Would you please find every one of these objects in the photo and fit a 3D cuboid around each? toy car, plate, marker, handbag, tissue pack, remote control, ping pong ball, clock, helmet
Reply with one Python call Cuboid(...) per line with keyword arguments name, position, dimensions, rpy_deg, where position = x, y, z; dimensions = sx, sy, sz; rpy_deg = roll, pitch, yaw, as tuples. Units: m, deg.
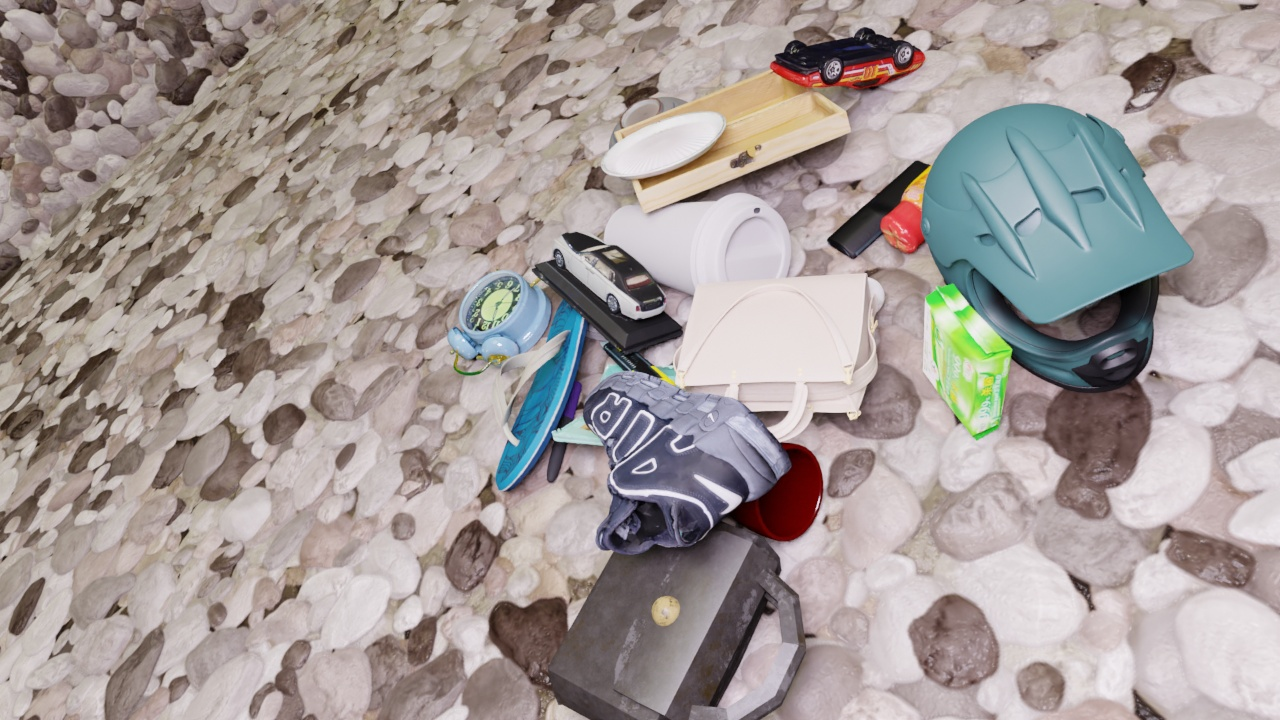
Cuboid(name="toy car", position=(0.253, -0.364, 1.118), dimensions=(0.189, 0.056, 0.081), rpy_deg=(-16, 36, -24))
Cuboid(name="plate", position=(0.028, -0.253, 1.085), dimensions=(0.157, 0.014, 0.156), rpy_deg=(-18, 31, 11))
Cuboid(name="marker", position=(-0.089, 0.080, 1.046), dimensions=(0.018, 0.015, 0.133), rpy_deg=(4, 55, 12))
Cuboid(name="handbag", position=(0.043, 0.229, 0.768), dimensions=(0.200, 0.102, 0.197), rpy_deg=(12, 62, 40))
Cuboid(name="tissue pack", position=(0.281, -0.001, 0.801), dimensions=(0.034, 0.114, 0.099), rpy_deg=(-19, 44, -3))
Cuboid(name="remote control", position=(0.270, -0.170, 1.014), dimensions=(0.140, 0.021, 0.045), rpy_deg=(-41, 44, -4))
Cuboid(name="ping pong ball", position=(0.229, -0.065, 0.938), dimensions=(0.040, 0.040, 0.040), rpy_deg=(-18, 46, 20))
Cuboid(name="handbag", position=(0.124, 0.007, 0.873), dimensions=(0.195, 0.101, 0.197), rpy_deg=(-2, 40, 21))
Cuboid(name="clock", position=(-0.185, -0.046, 1.186), dimensions=(0.118, 0.060, 0.161), rpy_deg=(6, 62, 35))
Cuboid(name="helmet", position=(0.344, -0.106, 0.777), dimensions=(0.177, 0.200, 0.274), rpy_deg=(-25, 44, 13))
Cuboid(name="toy car", position=(-0.036, -0.094, 1.068), dimensions=(0.094, 0.071, 0.192), rpy_deg=(-18, 44, -35))

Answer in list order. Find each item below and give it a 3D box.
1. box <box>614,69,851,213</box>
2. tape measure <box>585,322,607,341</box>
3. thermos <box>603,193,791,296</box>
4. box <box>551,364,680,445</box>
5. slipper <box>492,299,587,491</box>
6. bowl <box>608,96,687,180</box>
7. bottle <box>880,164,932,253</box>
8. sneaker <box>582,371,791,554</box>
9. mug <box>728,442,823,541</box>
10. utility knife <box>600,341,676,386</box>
Cuboid(name="box", position=(0.101, -0.274, 1.123), dimensions=(0.247, 0.068, 0.253), rpy_deg=(-22, 25, 5))
Cuboid(name="tape measure", position=(-0.043, -0.055, 1.126), dimensions=(0.060, 0.020, 0.062), rpy_deg=(5, 58, 36))
Cuboid(name="thermos", position=(0.055, -0.131, 1.059), dimensions=(0.222, 0.131, 0.131), rpy_deg=(18, 66, 50))
Cuboid(name="box", position=(0.014, 0.055, 0.975), dimensions=(0.187, 0.052, 0.138), rpy_deg=(2, 43, 36))
Cuboid(name="slipper", position=(-0.119, 0.012, 1.067), dimensions=(0.118, 0.060, 0.294), rpy_deg=(-32, 34, 45))
Cuboid(name="bowl", position=(0.012, -0.327, 1.292), dimensions=(0.151, 0.057, 0.150), rpy_deg=(-18, 47, 20))
Cuboid(name="bottle", position=(0.314, -0.171, 0.964), dimensions=(0.134, 0.048, 0.071), rpy_deg=(-41, 43, -3))
Cuboid(name="sneaker", position=(0.002, 0.099, 0.796), dimensions=(0.150, 0.097, 0.253), rpy_deg=(-46, 27, -20))
Cuboid(name="mug", position=(0.095, 0.116, 0.835), dimensions=(0.113, 0.087, 0.088), rpy_deg=(-12, 11, -36))
Cuboid(name="utility knife", position=(-0.006, 0.006, 1.013), dimensions=(0.028, 0.020, 0.172), rpy_deg=(-26, 29, -14))
